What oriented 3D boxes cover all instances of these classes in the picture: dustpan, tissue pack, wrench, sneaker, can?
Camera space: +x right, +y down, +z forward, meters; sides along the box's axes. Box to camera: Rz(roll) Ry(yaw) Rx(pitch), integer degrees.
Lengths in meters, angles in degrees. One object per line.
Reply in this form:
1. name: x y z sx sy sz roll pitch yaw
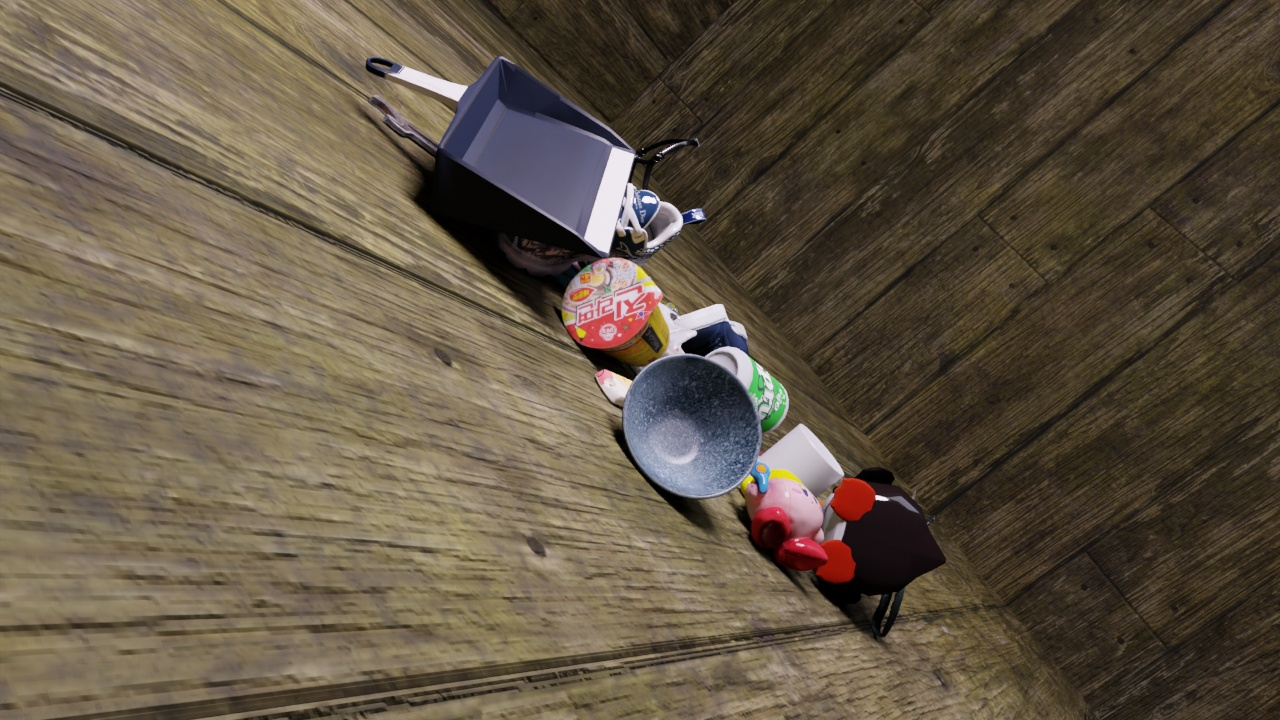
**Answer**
1. dustpan: -0.141 -0.228 0.916 0.273 0.080 0.235 14 39 -3
2. tissue pack: 0.010 -0.043 1.141 0.104 0.071 0.181 35 14 -46
3. wrench: -0.205 -0.220 1.057 0.273 0.010 0.070 33 19 -52
4. sneaker: -0.045 -0.155 1.000 0.268 0.133 0.103 1 73 -53
5. can: 0.140 0.044 1.266 0.140 0.088 0.087 36 17 -47
6. sneaker: 0.112 -0.004 1.341 0.294 0.121 0.127 24 50 -69

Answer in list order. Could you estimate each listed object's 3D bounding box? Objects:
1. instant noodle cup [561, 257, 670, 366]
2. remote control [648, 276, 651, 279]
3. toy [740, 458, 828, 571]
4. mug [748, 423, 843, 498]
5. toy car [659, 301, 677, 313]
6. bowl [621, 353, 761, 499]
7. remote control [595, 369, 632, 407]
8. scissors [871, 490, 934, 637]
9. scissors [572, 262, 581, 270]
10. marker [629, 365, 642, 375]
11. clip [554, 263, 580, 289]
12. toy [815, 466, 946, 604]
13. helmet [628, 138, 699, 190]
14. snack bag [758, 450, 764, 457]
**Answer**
1. instant noodle cup: -0.018 -0.042 0.986 0.100 0.100 0.112 54 4 26
2. remote control: -0.036 -0.135 1.202 0.074 0.019 0.151 34 4 -28
3. toy: 0.138 0.153 0.984 0.124 0.097 0.131 37 34 -23
4. mug: 0.184 0.138 1.102 0.078 0.097 0.111 53 13 21
5. toy car: 0.007 -0.074 1.261 0.089 0.027 0.039 12 6 -21
6. bowl: 0.039 0.067 0.855 0.137 0.136 0.057 49 -28 2
7. remote control: -0.003 0.040 0.938 0.125 0.018 0.038 28 24 -55
8. scissors: 0.303 0.262 1.147 0.015 0.202 0.205 27 54 -3
9. scissors: -0.104 -0.155 1.173 0.176 0.013 0.170 61 9 28
10. marker: -0.006 0.006 1.050 0.152 0.011 0.011 52 13 17
11. clip: -0.096 -0.113 1.079 0.116 0.026 0.097 45 15 -15
12. toy: 0.272 0.208 1.098 0.140 0.159 0.184 17 -3 2
13. helmet: -0.036 -0.279 1.326 0.241 0.228 0.147 46 3 -19
14. snack bag: 0.192 0.173 1.225 0.158 0.013 0.057 53 15 23
